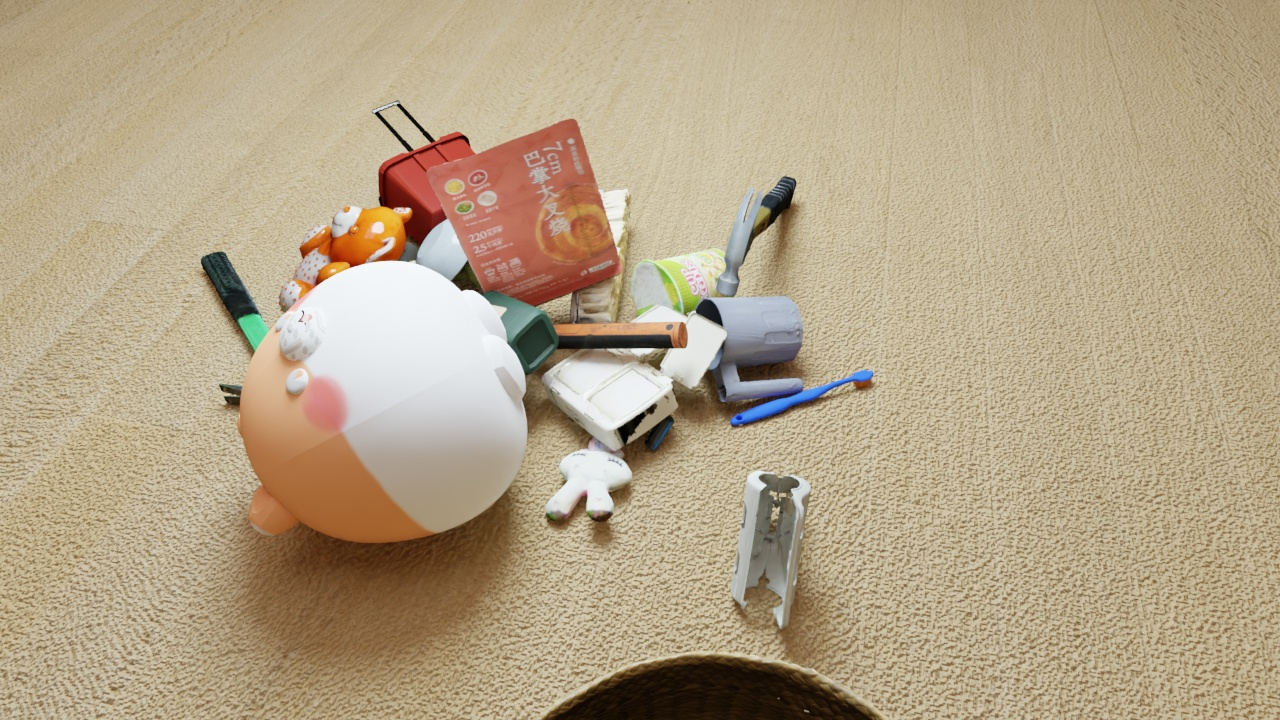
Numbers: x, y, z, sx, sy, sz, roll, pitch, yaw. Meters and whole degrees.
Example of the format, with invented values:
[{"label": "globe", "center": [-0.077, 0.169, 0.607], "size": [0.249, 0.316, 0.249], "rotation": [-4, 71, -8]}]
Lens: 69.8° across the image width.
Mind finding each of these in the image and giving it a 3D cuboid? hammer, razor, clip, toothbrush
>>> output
[{"label": "hammer", "center": [-0.098, -0.019, 1.038], "size": [0.315, 0.035, 0.137], "rotation": [0, 43, 27]}, {"label": "hammer", "center": [-0.487, -0.048, 1.143], "size": [0.130, 0.032, 0.319], "rotation": [-26, 48, -23]}, {"label": "razor", "center": [-0.016, 0.048, 1.038], "size": [0.144, 0.022, 0.043], "rotation": [38, 96, 38]}, {"label": "hammer", "center": [0.159, -0.187, 1.172], "size": [0.025, 0.118, 0.332], "rotation": [18, 26, 12]}, {"label": "clip", "center": [0.113, 0.156, 0.855], "size": [0.096, 0.126, 0.152], "rotation": [5, 20, -5]}, {"label": "toothbrush", "center": [0.185, 0.044, 1.043], "size": [0.182, 0.018, 0.016], "rotation": [-18, 46, -13]}]

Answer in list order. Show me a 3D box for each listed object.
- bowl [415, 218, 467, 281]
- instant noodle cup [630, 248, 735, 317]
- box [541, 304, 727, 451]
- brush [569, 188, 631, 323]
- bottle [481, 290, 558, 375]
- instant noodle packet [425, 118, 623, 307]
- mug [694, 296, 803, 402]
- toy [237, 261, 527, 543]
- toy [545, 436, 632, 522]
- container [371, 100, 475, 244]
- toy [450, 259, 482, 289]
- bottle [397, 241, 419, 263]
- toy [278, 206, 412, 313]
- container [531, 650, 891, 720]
[{"label": "bowl", "center": [-0.254, -0.143, 1.180], "size": [0.107, 0.039, 0.106], "rotation": [-37, 33, 29]}, {"label": "instant noodle cup", "center": [0.059, -0.091, 1.134], "size": [0.107, 0.099, 0.099], "rotation": [-23, 47, -32]}, {"label": "box", "center": [-0.006, 0.006, 1.018], "size": [0.183, 0.050, 0.143], "rotation": [-36, 43, -21]}, {"label": "brush", "center": [-0.048, -0.128, 1.177], "size": [0.056, 0.083, 0.270], "rotation": [2, 43, 4]}, {"label": "bottle", "center": [-0.157, -0.037, 1.009], "size": [0.131, 0.061, 0.061], "rotation": [23, 59, 39]}, {"label": "instant noodle packet", "center": [-0.122, -0.158, 1.000], "size": [0.164, 0.221, 0.084], "rotation": [-20, 60, -1]}, {"label": "mug", "center": [0.127, -0.015, 1.054], "size": [0.103, 0.084, 0.123], "rotation": [-4, 67, -22]}, {"label": "toy", "center": [-0.250, 0.044, 0.875], "size": [0.280, 0.266, 0.262], "rotation": [-28, 50, -2]}, {"label": "toy", "center": [-0.050, 0.119, 0.950], "size": [0.079, 0.038, 0.122], "rotation": [0, 38, 16]}, {"label": "container", "center": [-0.297, -0.254, 1.284], "size": [0.147, 0.127, 0.201], "rotation": [-32, 61, -27]}, {"label": "toy", "center": [-0.171, -0.150, 1.205], "size": [0.180, 0.078, 0.152], "rotation": [-5, 41, 35]}, {"label": "bottle", "center": [-0.321, -0.079, 1.158], "size": [0.045, 0.045, 0.184], "rotation": [3, 44, 4]}, {"label": "toy", "center": [-0.368, -0.135, 1.144], "size": [0.173, 0.093, 0.163], "rotation": [-27, 34, 18]}, {"label": "container", "center": [0.043, 0.360, 0.580], "size": [0.307, 0.197, 0.306], "rotation": [-2, 44, 2]}]
